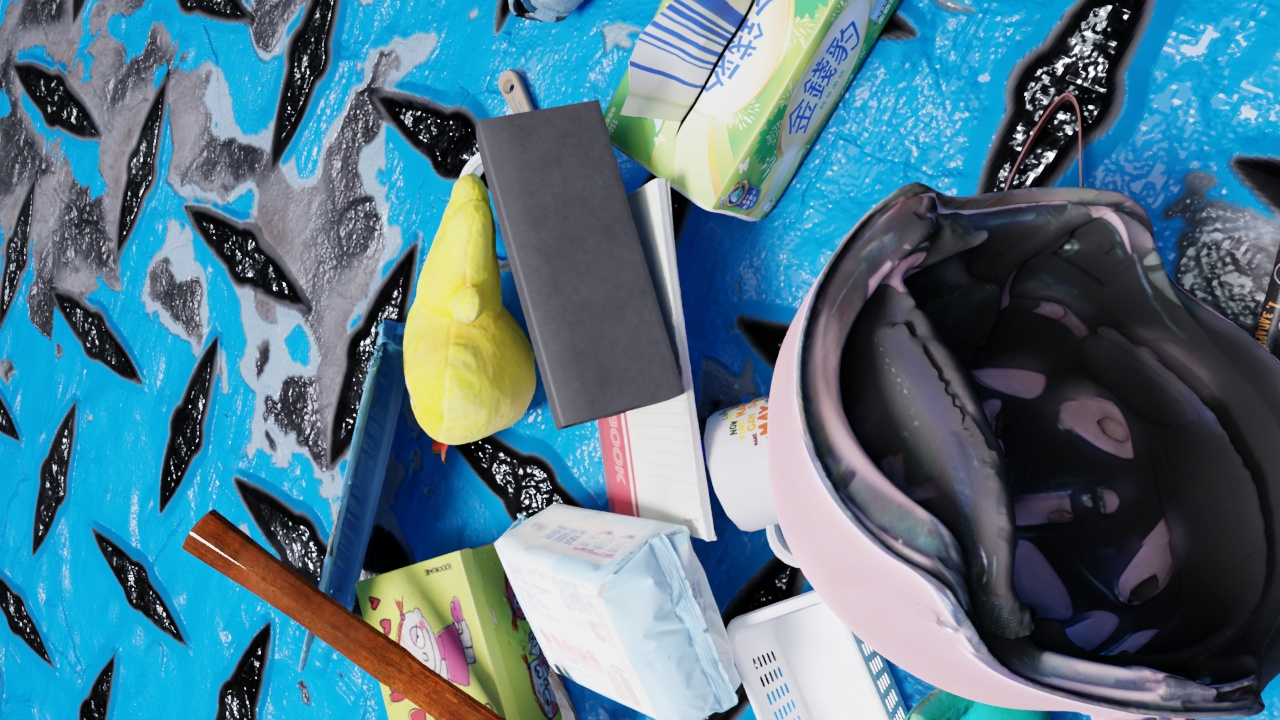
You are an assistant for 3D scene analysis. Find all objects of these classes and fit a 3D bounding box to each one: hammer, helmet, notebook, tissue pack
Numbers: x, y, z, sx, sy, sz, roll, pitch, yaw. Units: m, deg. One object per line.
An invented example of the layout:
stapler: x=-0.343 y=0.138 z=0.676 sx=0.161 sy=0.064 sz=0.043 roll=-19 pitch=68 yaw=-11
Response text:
hammer: x=-0.170 y=0.196 z=0.605 sx=0.300 sy=0.028 sz=0.111 roll=35 pitch=85 yaw=-1
helmet: x=0.172 y=0.050 z=0.414 sx=0.153 sy=0.255 sz=0.229 roll=117 pitch=151 yaw=-57
notebook: x=-0.003 y=0.003 z=0.589 sx=0.153 sy=0.012 sz=0.208 roll=172 pitch=90 yaw=-66
tissue pack: x=-0.021 y=0.155 z=0.590 sx=0.182 sy=0.069 sz=0.112 roll=-3 pitch=113 yaw=56
tissue pack: x=0.054 y=-0.190 z=0.522 sx=0.120 sy=0.141 sz=0.198 roll=33 pitch=108 yaw=27

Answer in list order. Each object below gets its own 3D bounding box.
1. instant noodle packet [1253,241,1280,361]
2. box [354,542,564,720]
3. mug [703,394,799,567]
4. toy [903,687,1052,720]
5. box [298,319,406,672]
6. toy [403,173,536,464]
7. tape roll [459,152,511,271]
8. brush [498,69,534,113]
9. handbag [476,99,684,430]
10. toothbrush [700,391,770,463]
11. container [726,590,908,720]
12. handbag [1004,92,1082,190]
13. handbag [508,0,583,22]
instant noodle packet: x=0.353 y=0.038 z=0.406 sx=0.160 sy=0.032 sz=0.221 roll=16 pitch=100 yaw=33
box: x=-0.122 y=0.253 z=0.685 sx=0.125 sy=0.080 sz=0.221 roll=-19 pitch=81 yaw=31
mug: x=0.098 y=0.068 z=0.537 sx=0.090 sy=0.073 sz=0.105 roll=-20 pitch=81 yaw=24
toy: x=0.188 y=0.166 z=0.497 sx=0.130 sy=0.072 sz=0.193 roll=-14 pitch=86 yaw=-7
box: x=-0.212 y=0.095 z=0.700 sx=0.174 sy=0.033 sz=0.232 roll=-128 pitch=53 yaw=-71
toy: x=-0.122 y=-0.024 z=0.647 sx=0.092 sy=0.133 sz=0.208 roll=-4 pitch=123 yaw=-7
tape roll: x=-0.106 y=-0.113 z=0.692 sx=0.093 sy=0.013 sz=0.093 roll=8 pitch=103 yaw=39
brush: x=-0.069 y=-0.151 z=0.676 sx=0.039 sy=0.012 sz=0.151 roll=-35 pitch=74 yaw=28
handbag: x=-0.057 y=-0.040 z=0.599 sx=0.196 sy=0.072 sz=0.175 roll=145 pitch=109 yaw=-73
toothbrush: x=0.095 y=0.019 z=0.580 sx=0.183 sy=0.018 sz=0.016 roll=-38 pitch=73 yaw=24
container: x=0.115 y=0.203 z=0.551 sx=0.081 sy=0.049 sz=0.129 roll=-29 pitch=77 yaw=29
handbag: x=0.216 y=-0.084 z=0.496 sx=0.055 sy=0.029 sz=0.119 roll=14 pitch=94 yaw=29
handbag: x=-0.034 y=-0.306 z=0.588 sx=0.192 sy=0.118 sz=0.121 roll=-10 pitch=86 yaw=37
